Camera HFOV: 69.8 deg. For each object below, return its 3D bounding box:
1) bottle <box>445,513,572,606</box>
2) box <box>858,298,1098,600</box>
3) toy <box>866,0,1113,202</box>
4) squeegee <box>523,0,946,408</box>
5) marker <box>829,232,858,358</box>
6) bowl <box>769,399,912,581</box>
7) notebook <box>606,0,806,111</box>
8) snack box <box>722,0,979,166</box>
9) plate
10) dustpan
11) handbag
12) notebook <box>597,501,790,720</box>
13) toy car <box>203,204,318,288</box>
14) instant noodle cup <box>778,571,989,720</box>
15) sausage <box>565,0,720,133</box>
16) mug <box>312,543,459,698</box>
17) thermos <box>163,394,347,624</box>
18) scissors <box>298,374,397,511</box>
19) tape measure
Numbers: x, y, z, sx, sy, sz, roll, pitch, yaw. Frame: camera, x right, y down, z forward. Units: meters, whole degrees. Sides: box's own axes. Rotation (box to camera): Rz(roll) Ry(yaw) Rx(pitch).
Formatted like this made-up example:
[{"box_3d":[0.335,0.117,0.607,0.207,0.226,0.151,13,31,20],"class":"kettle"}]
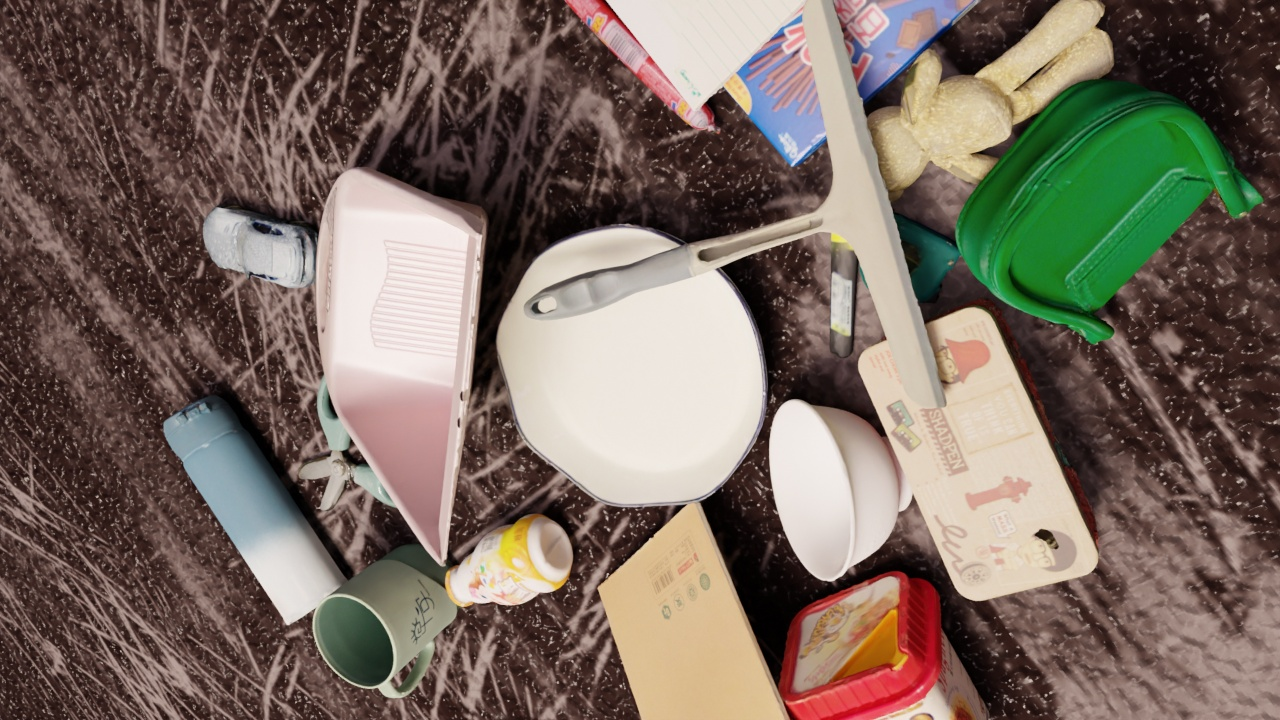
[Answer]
[{"box_3d":[-0.108,0.167,0.743,0.109,0.063,0.063,-27,94,28],"class":"bottle"},{"box_3d":[0.213,0.051,0.569,0.091,0.079,0.168,-24,89,28],"class":"box"},{"box_3d":[0.190,-0.149,0.526,0.158,0.066,0.105,-30,134,24],"class":"toy"},{"box_3d":[0.037,-0.064,0.577,0.247,0.039,0.246,-15,95,23],"class":"squeegee"},{"box_3d":[0.133,-0.060,0.599,0.018,0.015,0.124,6,111,22],"class":"marker"},{"box_3d":[0.137,0.079,0.601,0.064,0.118,0.118,-9,105,-14],"class":"bowl"},{"box_3d":[0.059,-0.271,0.523,0.210,0.012,0.150,-41,85,28],"class":"notebook"},{"box_3d":[0.124,-0.201,0.552,0.157,0.026,0.084,-41,87,27],"class":"snack box"},{"box_3d":[-0.004,0.004,0.659,0.205,0.045,0.205,6,107,21],"class":"plate"},{"box_3d":[-0.184,-0.018,0.642,0.138,0.273,0.223,7,107,-9],"class":"dustpan"},{"box_3d":[0.252,-0.078,0.501,0.120,0.067,0.132,28,115,-16],"class":"handbag"},{"box_3d":[0.037,0.226,0.653,0.148,0.008,0.207,-50,51,39],"class":"notebook"},{"box_3d":[-0.321,-0.096,0.771,0.121,0.036,0.054,16,112,21],"class":"toy car"},{"box_3d":[0.171,0.228,0.620,0.117,0.116,0.124,-32,103,27],"class":"instant noodle cup"},{"box_3d":[-0.003,-0.204,0.610,0.156,0.020,0.020,46,117,5],"class":"sausage"},{"box_3d":[-0.204,0.223,0.775,0.082,0.106,0.112,-9,101,24],"class":"mug"},{"box_3d":[-0.353,0.133,0.839,0.070,0.070,0.220,-33,90,28],"class":"thermos"},{"box_3d":[-0.246,0.062,0.796,0.174,0.019,0.178,-9,102,27],"class":"scissors"},{"box_3d":[0.166,-0.062,0.577,0.058,0.025,0.055,30,114,13],"class":"tape measure"}]
